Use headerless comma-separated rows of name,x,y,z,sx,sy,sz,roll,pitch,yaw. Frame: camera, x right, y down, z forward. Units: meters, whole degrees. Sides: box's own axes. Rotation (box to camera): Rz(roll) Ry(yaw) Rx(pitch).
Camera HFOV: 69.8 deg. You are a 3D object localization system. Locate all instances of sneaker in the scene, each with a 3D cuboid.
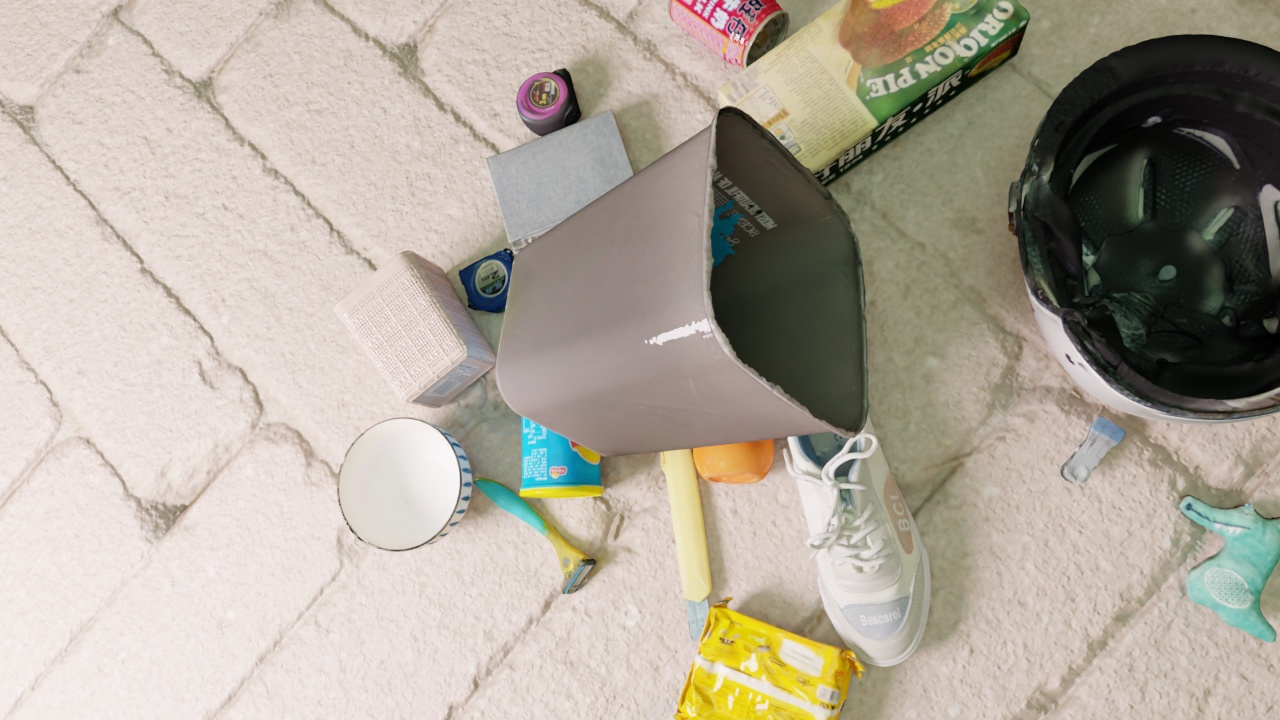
sneaker,0.167,0.116,0.714,0.089,0.090,0.242,-16,77,11

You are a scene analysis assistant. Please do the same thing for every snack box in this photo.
snack box,0.195,-0.249,0.787,0.240,0.063,0.114,-35,74,5

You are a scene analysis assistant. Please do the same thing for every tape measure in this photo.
tape measure,-0.137,-0.071,0.855,0.058,0.025,0.054,-25,76,18
tape measure,-0.087,-0.241,0.867,0.058,0.039,0.057,-19,76,5

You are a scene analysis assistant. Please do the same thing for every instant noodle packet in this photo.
instant noodle packet,0.102,0.259,0.727,0.128,0.044,0.111,19,91,20

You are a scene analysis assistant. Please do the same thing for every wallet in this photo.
wallet,-0.069,-0.161,0.849,0.130,0.037,0.106,-19,76,8

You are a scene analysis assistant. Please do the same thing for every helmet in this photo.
helmet,0.386,-0.075,0.662,0.230,0.157,0.273,-5,68,14

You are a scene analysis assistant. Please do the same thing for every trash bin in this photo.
trash bin,0.027,-0.035,0.683,0.220,0.199,0.198,-17,55,38

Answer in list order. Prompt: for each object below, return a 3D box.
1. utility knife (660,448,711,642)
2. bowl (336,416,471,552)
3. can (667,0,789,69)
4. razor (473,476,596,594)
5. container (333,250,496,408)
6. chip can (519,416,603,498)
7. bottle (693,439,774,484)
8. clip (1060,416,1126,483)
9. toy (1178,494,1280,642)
utility knife,0.039,0.143,0.776,0.031,0.019,0.182,-11,71,16
bowl,-0.201,0.111,0.816,0.116,0.066,0.116,-2,80,12
can,0.080,-0.310,0.825,0.094,0.066,0.066,42,91,17
razor,-0.095,0.145,0.804,0.132,0.028,0.043,39,122,14
container,-0.198,-0.023,0.830,0.090,0.090,0.111,-38,77,4
chip can,-0.070,0.013,0.800,0.071,0.071,0.210,-4,78,13
bottle,0.078,0.026,0.770,0.067,0.067,0.149,-2,72,13
clip,0.350,0.071,0.714,0.026,0.037,0.058,40,92,14
toy,0.436,0.145,0.676,0.096,0.030,0.092,33,84,24
